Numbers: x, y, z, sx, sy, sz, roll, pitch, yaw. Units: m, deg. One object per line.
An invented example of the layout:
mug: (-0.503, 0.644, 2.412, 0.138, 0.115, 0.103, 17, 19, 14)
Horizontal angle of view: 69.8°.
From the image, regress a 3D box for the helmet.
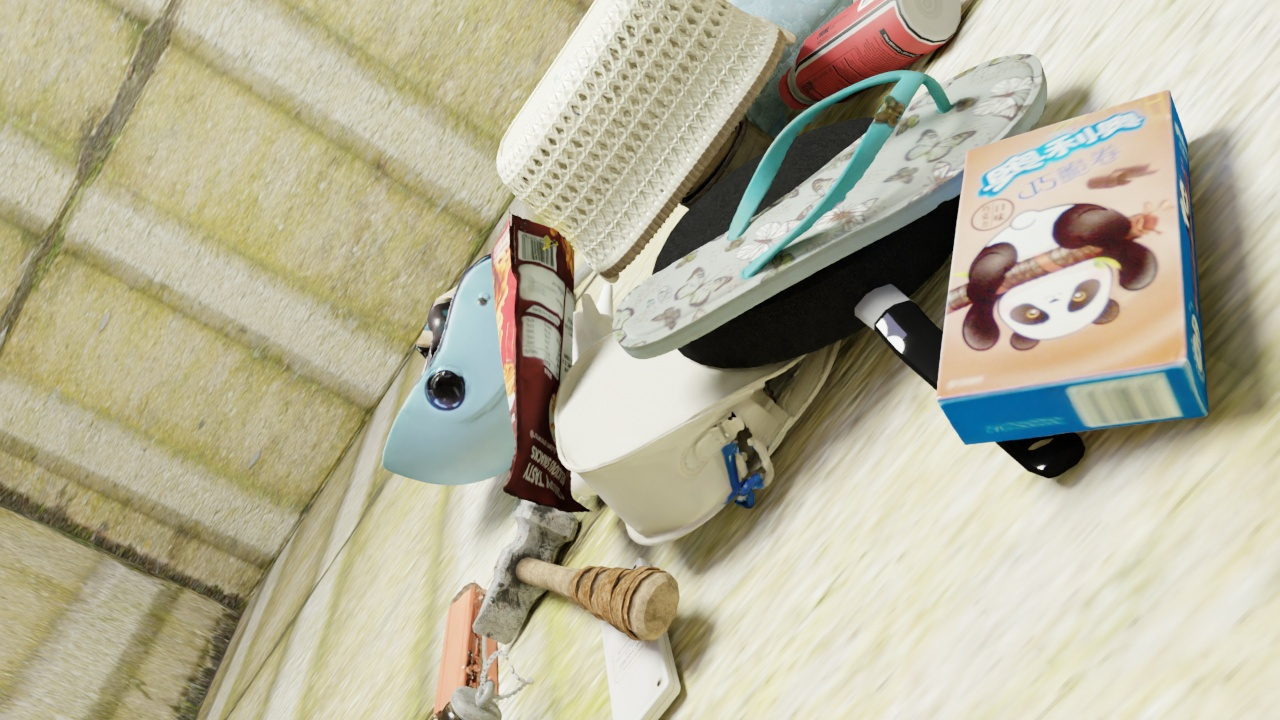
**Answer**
helmet: (-0.162, 0.026, 0.979, 0.265, 0.167, 0.225, -58, -1, -3)

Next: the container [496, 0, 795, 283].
container: (-0.006, -0.200, 0.744, 0.246, 0.143, 0.184, -53, 19, 13)

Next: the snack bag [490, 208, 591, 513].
snack bag: (-0.070, 0.006, 0.674, 0.139, 0.067, 0.207, 57, -158, -69)

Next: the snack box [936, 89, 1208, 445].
snack box: (0.175, -0.040, 0.375, 0.087, 0.034, 0.151, -12, 44, 38)

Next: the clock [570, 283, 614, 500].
clock: (-0.046, 0.024, 0.769, 0.125, 0.072, 0.161, 41, 114, 48)

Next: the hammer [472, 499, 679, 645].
hammer: (-0.049, 0.159, 0.650, 0.121, 0.049, 0.319, -66, 17, -17)

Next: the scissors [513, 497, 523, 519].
scissors: (-0.100, 0.129, 0.902, 0.142, 0.014, 0.174, -51, 22, 45)

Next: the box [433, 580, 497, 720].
box: (-0.152, 0.251, 0.795, 0.186, 0.056, 0.059, -118, 30, -72)

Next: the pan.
pan: (0.114, -0.047, 0.499, 0.204, 0.044, 0.355, -34, 29, 3)

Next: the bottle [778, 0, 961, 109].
bottle: (0.170, -0.246, 0.730, 0.062, 0.062, 0.177, -63, 18, -16)

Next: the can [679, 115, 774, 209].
can: (0.086, -0.150, 0.773, 0.090, 0.074, 0.089, -50, 19, 24)

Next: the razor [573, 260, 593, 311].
razor: (-0.076, -0.118, 1.225, 0.116, 0.047, 0.088, -44, 21, 16)

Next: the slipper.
slipper: (0.093, -0.090, 0.485, 0.269, 0.055, 0.098, -34, 31, 7)

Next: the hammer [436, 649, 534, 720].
hammer: (-0.178, 0.343, 0.653, 0.326, 0.079, 0.177, -58, 17, 1)

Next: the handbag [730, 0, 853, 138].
handbag: (0.116, -0.283, 0.872, 0.192, 0.118, 0.122, -49, 57, -2)

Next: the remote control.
remote control: (-0.003, 0.177, 0.569, 0.050, 0.011, 0.135, -54, 16, 11)

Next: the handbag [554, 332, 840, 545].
handbag: (0.049, 0.019, 0.605, 0.200, 0.093, 0.200, -33, 22, 9)
